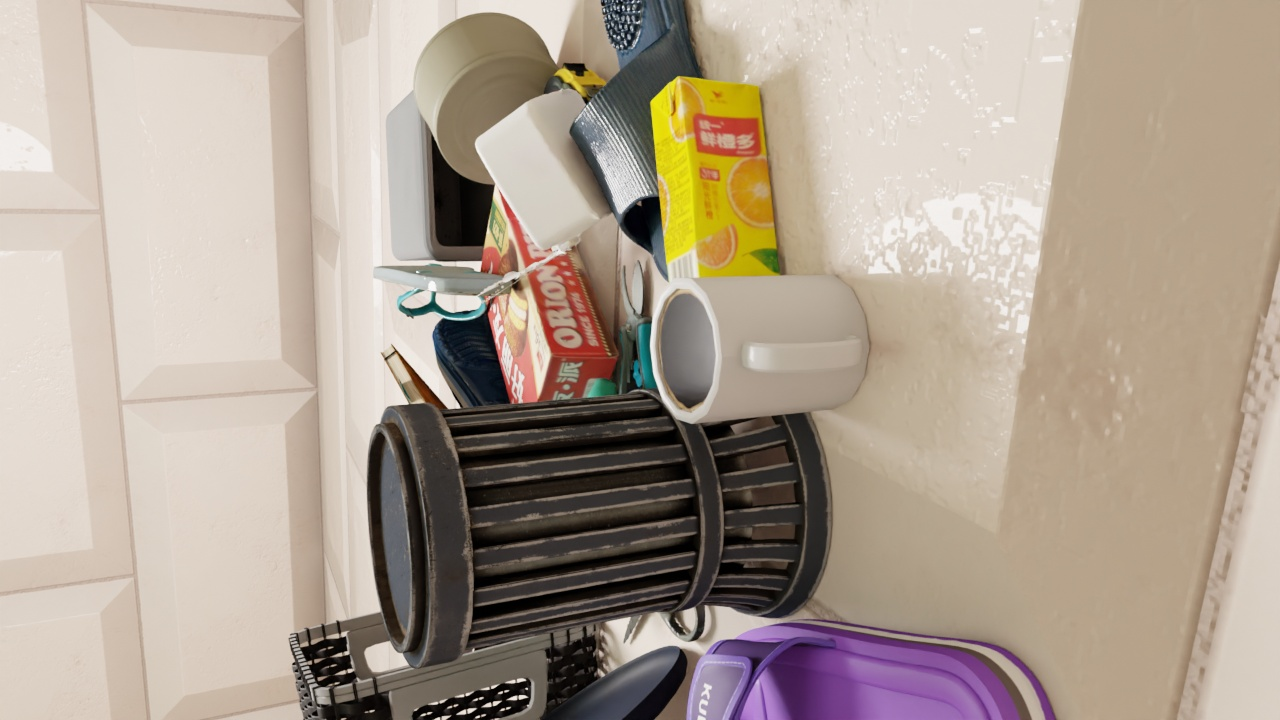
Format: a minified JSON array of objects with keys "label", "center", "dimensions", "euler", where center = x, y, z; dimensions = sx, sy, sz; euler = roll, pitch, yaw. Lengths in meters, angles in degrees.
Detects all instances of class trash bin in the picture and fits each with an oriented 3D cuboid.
[{"label":"trash bin","center":[-0.220,-0.206,1.033],"dimensions":[0.220,0.097,0.192],"euler":[-169,77,-65]},{"label":"trash bin","center":[-0.032,0.087,0.534],"dimensions":[0.164,0.227,0.164],"euler":[-4,90,64]}]

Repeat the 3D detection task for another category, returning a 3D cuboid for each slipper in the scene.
[{"label":"slipper","center":[-0.010,-0.175,0.622],"dimensions":[0.101,0.082,0.263],"euler":[145,118,-63]},{"label":"slipper","center":[0.083,0.196,0.478],"dimensions":[0.267,0.084,0.107],"euler":[-34,63,61]},{"label":"slipper","center":[-0.135,0.036,0.881],"dimensions":[0.252,0.105,0.095],"euler":[-126,37,-50]},{"label":"slipper","center":[-0.190,-0.061,0.846],"dimensions":[0.269,0.098,0.055],"euler":[-162,75,-67]}]

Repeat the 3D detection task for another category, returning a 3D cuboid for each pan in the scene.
[{"label":"pan","center":[-0.029,0.246,0.575],"dimensions":[0.021,0.198,0.357],"euler":[56,159,6]}]

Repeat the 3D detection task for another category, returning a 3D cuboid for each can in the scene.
[{"label":"can","center":[-0.126,-0.226,0.800],"dimensions":[0.073,0.127,0.128],"euler":[61,145,38]}]

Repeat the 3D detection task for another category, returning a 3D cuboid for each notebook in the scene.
[{"label":"notebook","center":[-0.163,0.088,0.877],"dimensions":[0.249,0.014,0.178],"euler":[56,171,-33]}]

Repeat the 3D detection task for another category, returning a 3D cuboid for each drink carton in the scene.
[{"label":"drink carton","center":[0.044,-0.096,0.545],"dimensions":[0.043,0.058,0.134],"euler":[162,103,-64]}]

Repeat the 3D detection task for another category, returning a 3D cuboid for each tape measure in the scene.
[{"label":"tape measure","center":[-0.051,-0.203,0.748],"dimensions":[0.072,0.042,0.072],"euler":[57,148,37]}]

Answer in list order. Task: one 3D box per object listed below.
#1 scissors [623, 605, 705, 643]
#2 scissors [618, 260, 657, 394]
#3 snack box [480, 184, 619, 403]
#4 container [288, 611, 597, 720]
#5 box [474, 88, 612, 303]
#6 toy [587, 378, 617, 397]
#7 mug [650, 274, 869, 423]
[{"label":"scissors","center":[0.010,0.179,0.706],"dimensions":[0.162,0.012,0.158],"euler":[-142,54,-58]},{"label":"scissors","center":[-0.002,0.007,0.701],"dimensions":[0.125,0.019,0.156],"euler":[113,145,-40]},{"label":"snack box","center":[-0.089,-0.043,0.807],"dimensions":[0.236,0.060,0.113],"euler":[-112,31,-42]},{"label":"container","center":[-0.178,0.371,0.865],"dimensions":[0.246,0.247,0.243],"euler":[-9,89,64]},{"label":"box","center":[-0.083,-0.110,0.684],"dimensions":[0.137,0.108,0.128],"euler":[-26,102,26]},{"label":"toy","center":[-0.037,0.105,0.705],"dimensions":[0.130,0.072,0.194],"euler":[-110,21,-53]},{"label":"mug","center":[0.068,-0.006,0.473],"dimensions":[0.105,0.089,0.073],"euler":[12,104,63]}]
